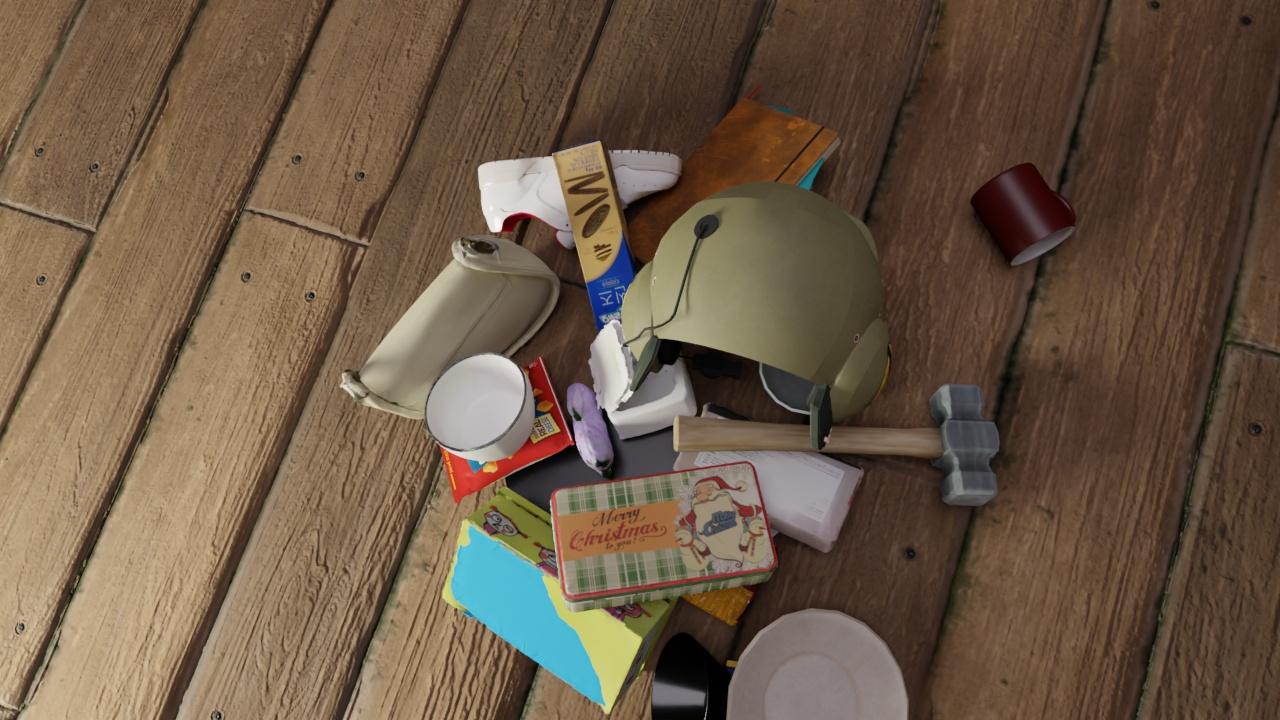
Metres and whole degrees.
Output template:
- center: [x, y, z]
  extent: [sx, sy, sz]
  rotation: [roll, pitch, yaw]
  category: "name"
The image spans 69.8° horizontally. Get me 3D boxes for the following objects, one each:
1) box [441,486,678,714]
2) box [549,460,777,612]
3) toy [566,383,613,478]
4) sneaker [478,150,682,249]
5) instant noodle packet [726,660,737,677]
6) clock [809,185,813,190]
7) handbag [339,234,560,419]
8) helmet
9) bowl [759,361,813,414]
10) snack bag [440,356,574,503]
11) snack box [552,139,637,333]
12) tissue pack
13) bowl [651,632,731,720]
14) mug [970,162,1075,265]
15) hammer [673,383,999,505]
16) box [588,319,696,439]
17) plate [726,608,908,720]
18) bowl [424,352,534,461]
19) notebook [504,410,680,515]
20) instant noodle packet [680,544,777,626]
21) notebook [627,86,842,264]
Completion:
- center: [-0.087, 0.240, 0.936]
  extent: [0.221, 0.082, 0.125]
  rotation: [29, 120, 18]
  category: "box"
- center: [0.021, 0.167, 0.875]
  extent: [0.205, 0.050, 0.117]
  rotation: [-7, 57, -5]
  category: "box"
- center: [-0.056, 0.073, 0.983]
  extent: [0.036, 0.080, 0.099]
  rotation: [-19, 67, 7]
  category: "toy"
- center: [-0.068, -0.184, 1.067]
  extent: [0.236, 0.090, 0.104]
  rotation: [-4, 96, 2]
  category: "sneaker"
- center: [0.123, 0.376, 0.918]
  extent: [0.087, 0.026, 0.134]
  rotation: [6, 77, 7]
  category: "instant noodle packet"
- center: [0.147, -0.129, 1.026]
  extent: [0.152, 0.052, 0.113]
  rotation: [-22, 74, 8]
  category: "clock"
- center: [-0.220, -0.051, 1.008]
  extent: [0.132, 0.184, 0.229]
  rotation: [38, 92, 19]
  category: "handbag"
- center: [0.116, -0.050, 0.863]
  extent: [0.250, 0.255, 0.232]
  rotation: [17, 84, 12]
  category: "helmet"
- center: [0.182, 0.009, 0.990]
  extent: [0.106, 0.039, 0.106]
  rotation: [-2, 76, 9]
  category: "bowl"
- center: [-0.156, 0.075, 1.023]
  extent: [0.144, 0.039, 0.130]
  rotation: [-26, 54, 3]
  category: "snack bag"
- center: [-0.042, -0.135, 1.010]
  extent: [0.056, 0.057, 0.207]
  rotation: [-13, 103, 6]
  category: "snack box"
- center: [0.130, 0.128, 0.965]
  extent: [0.181, 0.071, 0.103]
  rotation: [23, 66, 12]
  category: "tissue pack"
- center: [0.060, 0.337, 0.912]
  extent: [0.052, 0.124, 0.124]
  rotation: [13, 77, -21]
  category: "bowl"
- center: [0.418, -0.159, 0.980]
  extent: [0.105, 0.073, 0.082]
  rotation: [-18, 72, -25]
  category: "mug"
- center: [0.195, 0.079, 0.923]
  extent: [0.323, 0.051, 0.117]
  rotation: [2, 65, -3]
  category: "hammer"
- center: [-0.007, 0.004, 0.970]
  extent: [0.103, 0.130, 0.109]
  rotation: [-17, 59, 4]
  category: "box"
- center: [0.171, 0.340, 0.898]
  extent: [0.188, 0.027, 0.188]
  rotation: [3, 78, -13]
  category: "plate"
- center: [-0.163, 0.056, 0.971]
  extent: [0.116, 0.066, 0.116]
  rotation: [-8, 59, 13]
  category: "bowl"
- center: [-0.045, 0.133, 1.014]
  extent: [0.207, 0.016, 0.149]
  rotation: [-17, 73, 6]
  category: "notebook"
- center: [0.066, 0.201, 0.950]
  extent: [0.135, 0.039, 0.098]
  rotation: [29, 100, 9]
  category: "instant noodle packet"
- center: [0.103, -0.191, 1.027]
  extent: [0.249, 0.014, 0.178]
  rotation: [-49, 46, -4]
  category: "notebook"
